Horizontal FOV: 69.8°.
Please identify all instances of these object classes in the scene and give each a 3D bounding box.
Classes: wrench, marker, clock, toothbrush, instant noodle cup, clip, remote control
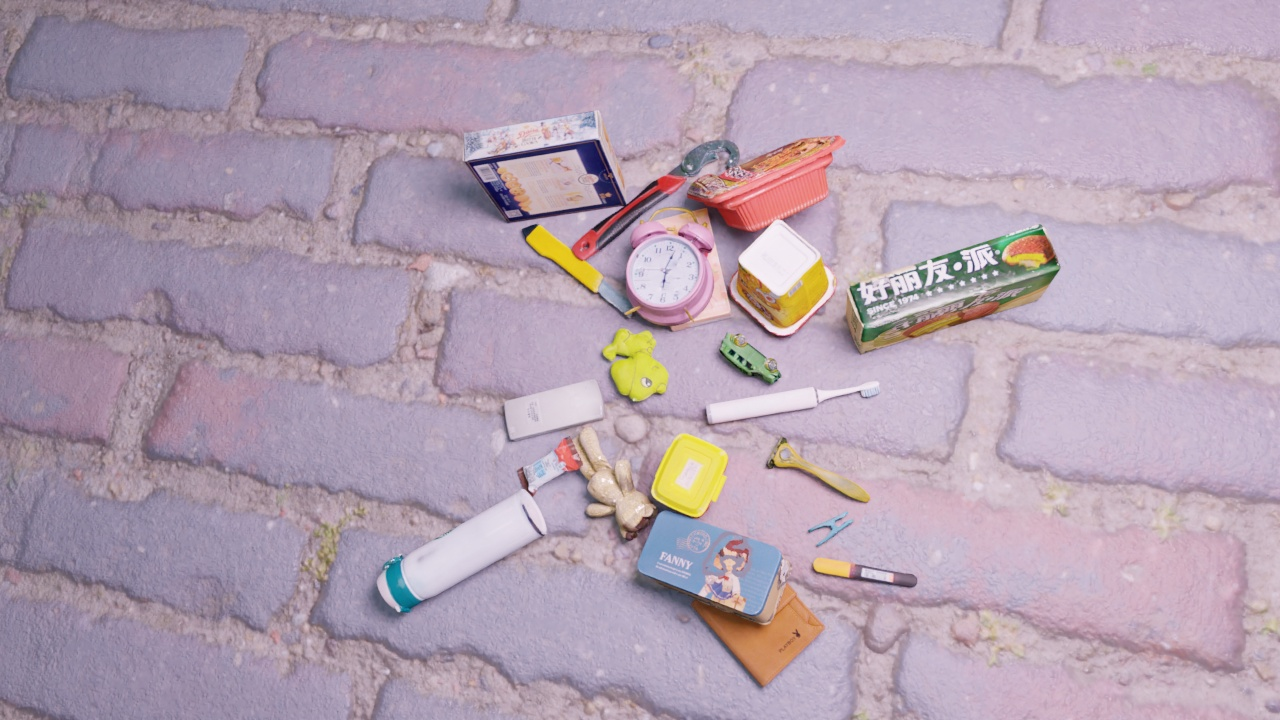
[{"bbox_3d":[0.019,-0.227,1.282,0.273,0.016,0.056,-34,68,-2],"label":"wrench"},{"bbox_3d":[0.272,0.257,1.112,0.124,0.015,0.018,8,79,11],"label":"marker"},{"bbox_3d":[0.038,-0.127,1.205,0.117,0.060,0.158,5,76,13],"label":"clock"},{"bbox_3d":[0.194,0.051,1.174,0.221,0.026,0.026,-10,112,8],"label":"toothbrush"},{"bbox_3d":[0.179,-0.110,1.168,0.116,0.123,0.116,-45,72,-2],"label":"instant noodle cup"},{"bbox_3d":[0.236,0.207,1.132,0.056,0.014,0.041,-30,73,4],"label":"clip"},{"bbox_3d":[0.167,-0.228,1.191,0.189,0.164,0.079,-26,107,-3],"label":"instant noodle cup"},{"bbox_3d":[-0.116,0.067,1.236,0.135,0.019,0.056,-15,73,7],"label":"remote control"}]

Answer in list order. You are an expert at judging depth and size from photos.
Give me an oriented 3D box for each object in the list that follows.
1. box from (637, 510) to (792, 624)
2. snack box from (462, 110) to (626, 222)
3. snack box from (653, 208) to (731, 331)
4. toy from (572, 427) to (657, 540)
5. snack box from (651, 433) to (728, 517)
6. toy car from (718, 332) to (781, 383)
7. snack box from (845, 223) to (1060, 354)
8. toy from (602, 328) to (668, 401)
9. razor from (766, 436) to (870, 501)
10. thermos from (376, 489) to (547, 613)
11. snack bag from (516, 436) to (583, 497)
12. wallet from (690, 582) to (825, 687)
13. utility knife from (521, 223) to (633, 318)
[{"bbox_3d":[0.084,0.246,1.106,0.184,0.060,0.089,12,68,27],"label":"box"},{"bbox_3d":[-0.123,-0.255,1.236,0.182,0.178,0.045,-7,71,8],"label":"snack box"},{"bbox_3d":[0.066,-0.124,1.245,0.084,0.026,0.157,-14,74,8],"label":"snack box"},{"bbox_3d":[-0.039,0.154,1.181,0.157,0.066,0.105,52,122,22],"label":"toy"},{"bbox_3d":[0.067,0.148,1.146,0.082,0.080,0.091,23,81,17],"label":"snack box"},{"bbox_3d":[0.143,-0.001,1.189,0.091,0.043,0.036,35,82,19],"label":"toy car"},{"bbox_3d":[0.376,-0.084,1.126,0.240,0.114,0.063,-17,72,6],"label":"snack box"},{"bbox_3d":[-0.007,0.007,1.224,0.097,0.031,0.100,7,73,13],"label":"toy"},{"bbox_3d":[0.225,0.142,1.146,0.132,0.028,0.043,27,79,15],"label":"razor"},{"bbox_3d":[-0.235,0.247,1.189,0.224,0.073,0.073,-29,72,3],"label":"thermos"},{"bbox_3d":[-0.121,0.141,1.202,0.104,0.026,0.048,-37,67,32],"label":"snack bag"},{"bbox_3d":[0.143,0.310,1.116,0.108,0.031,0.132,-43,72,0],"label":"wallet"},{"bbox_3d":[-0.087,-0.126,1.281,0.217,0.015,0.033,40,85,20],"label":"utility knife"}]
